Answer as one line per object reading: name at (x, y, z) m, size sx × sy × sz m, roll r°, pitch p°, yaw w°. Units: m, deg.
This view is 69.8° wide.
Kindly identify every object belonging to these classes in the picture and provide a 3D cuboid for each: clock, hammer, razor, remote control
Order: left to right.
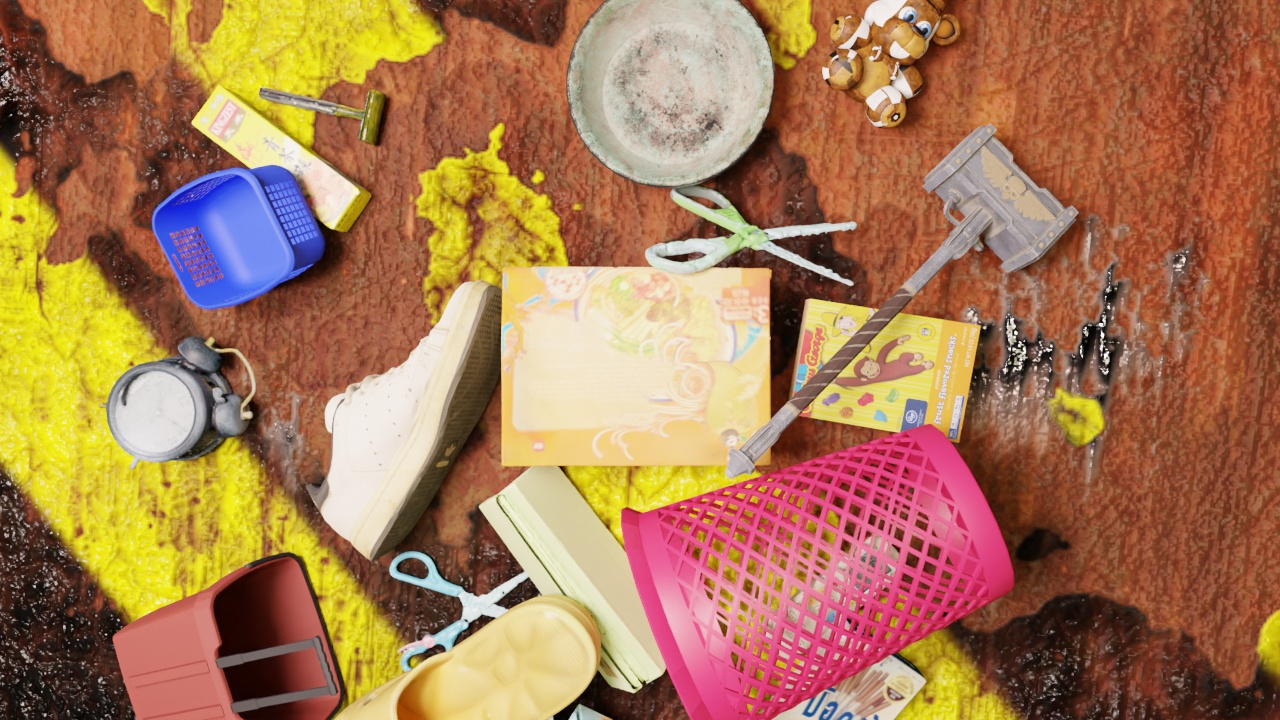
clock at (-0.375, 0.034, 0.756) m, size 0.129 × 0.052 × 0.090 m, roll -27°, pitch 90°, yaw 2°
razor at (-0.261, -0.207, 0.747) m, size 0.106 × 0.026 × 0.042 m, roll 14°, pitch 96°, yaw 9°
remote control at (0.152, 0.188, 0.728) m, size 0.125 × 0.018 × 0.038 m, roll -40°, pitch 89°, yaw 5°
hammer at (0.172, -0.031, 0.650) m, size 0.321 × 0.044 × 0.098 m, roll -43°, pitch 88°, yaw -14°

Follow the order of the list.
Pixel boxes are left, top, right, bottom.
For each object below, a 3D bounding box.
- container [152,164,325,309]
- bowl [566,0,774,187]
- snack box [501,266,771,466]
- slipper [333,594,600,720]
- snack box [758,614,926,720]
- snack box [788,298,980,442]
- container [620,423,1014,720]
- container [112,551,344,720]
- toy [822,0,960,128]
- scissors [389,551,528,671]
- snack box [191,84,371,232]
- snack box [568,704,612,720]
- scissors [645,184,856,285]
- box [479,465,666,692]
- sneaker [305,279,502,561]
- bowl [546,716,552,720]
container at (-0.311, -0.099, 0.722) m, size 0.114 × 0.058 × 0.096 m, roll -17°, pitch 104°, yaw 24°
bowl at (0.024, -0.211, 0.710) m, size 0.157 × 0.038 × 0.157 m, roll 0°, pitch 93°, yaw 6°
snack box at (-0.004, 0.004, 0.690) m, size 0.195 × 0.080 × 0.145 m, roll 0°, pitch 89°, yaw -2°
slipper at (-0.143, 0.271, 0.686) m, size 0.264 × 0.078 × 0.099 m, roll -37°, pitch 91°, yaw 14°
snack box at (0.144, 0.281, 0.720) m, size 0.082 × 0.026 × 0.150 m, roll 37°, pitch 95°, yaw -10°
snack box at (0.184, 0.007, 0.704) m, size 0.126 × 0.040 × 0.088 m, roll 9°, pitch 94°, yaw 5°
container at (0.126, 0.147, 0.648) m, size 0.226 × 0.183 × 0.183 m, roll -24°, pitch 90°, yaw 4°
container at (-0.292, 0.232, 0.718) m, size 0.201 × 0.127 × 0.148 m, roll -17°, pitch 91°, yaw 16°
toy at (0.189, -0.239, 0.680) m, size 0.087 × 0.067 × 0.113 m, roll 32°, pitch 109°, yaw -21°
scissors at (-0.158, 0.198, 0.764) m, size 0.136 × 0.015 × 0.125 m, roll -34°, pitch 90°, yaw 0°
snack box at (-0.291, -0.164, 0.748) m, size 0.148 × 0.029 × 0.040 m, roll 37°, pitch 95°, yaw 3°
snack box at (0.007, 0.344, 0.715) m, size 0.174 × 0.053 × 0.075 m, roll 30°, pitch 96°, yaw -12°
scissors at (0.079, -0.087, 0.675) m, size 0.171 × 0.168 × 0.023 m, roll 32°, pitch 132°, yaw 33°
box at (-0.047, 0.170, 0.720) m, size 0.089 × 0.077 × 0.188 m, roll -36°, pitch 90°, yaw 6°
sneaker at (-0.189, 0.034, 0.726) m, size 0.102 × 0.088 × 0.242 m, roll 30°, pitch 99°, yaw 11°
bowl at (-0.120, 0.278, 0.746) m, size 0.110 × 0.040 × 0.110 m, roll 1°, pitch 95°, yaw 8°
